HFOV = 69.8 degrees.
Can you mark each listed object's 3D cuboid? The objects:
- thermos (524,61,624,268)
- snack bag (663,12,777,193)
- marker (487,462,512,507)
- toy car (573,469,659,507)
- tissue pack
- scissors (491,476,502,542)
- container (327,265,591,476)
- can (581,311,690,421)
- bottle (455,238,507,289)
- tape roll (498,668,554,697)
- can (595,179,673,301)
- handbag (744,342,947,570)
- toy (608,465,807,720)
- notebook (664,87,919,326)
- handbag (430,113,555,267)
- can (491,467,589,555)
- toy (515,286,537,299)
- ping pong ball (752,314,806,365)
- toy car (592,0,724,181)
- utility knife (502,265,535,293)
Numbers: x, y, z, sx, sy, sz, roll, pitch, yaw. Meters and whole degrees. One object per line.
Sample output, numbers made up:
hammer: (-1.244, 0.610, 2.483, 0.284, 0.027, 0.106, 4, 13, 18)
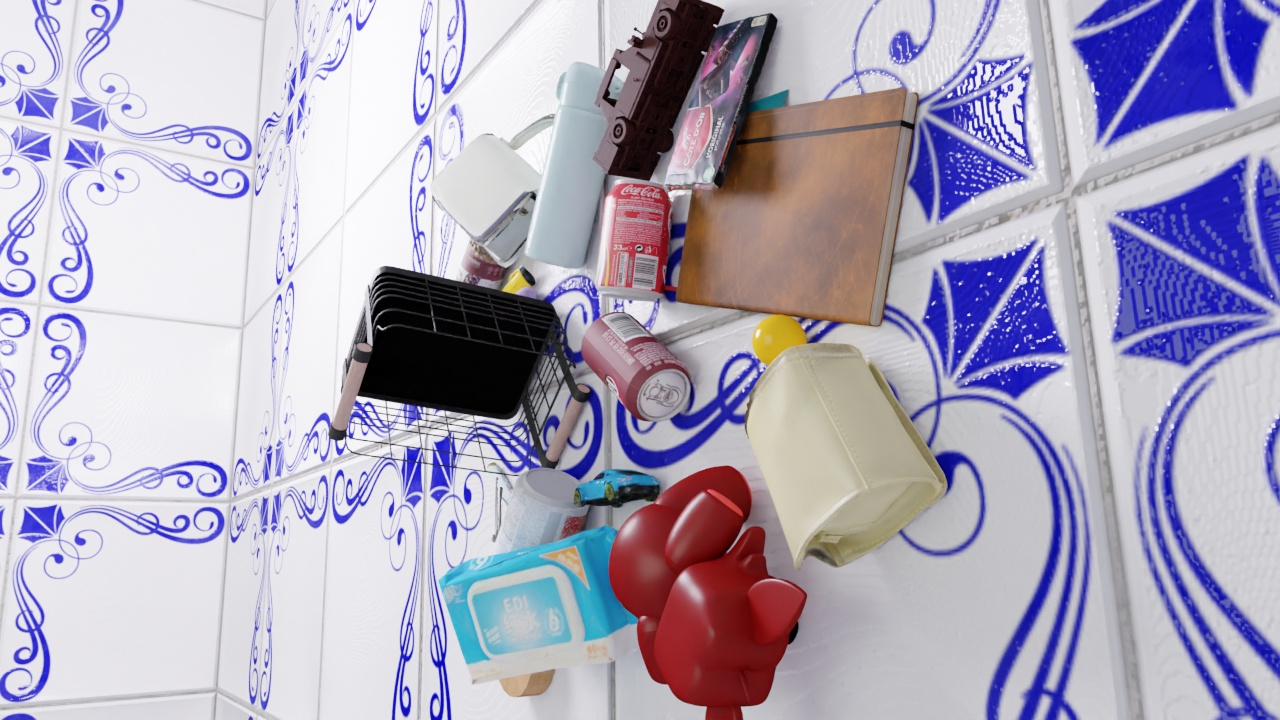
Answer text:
thermos: (-0.069, -0.203, 0.961, 0.078, 0.065, 0.207, 19, 103, 22)
snack bag: (0.067, -0.216, 0.774, 0.075, 0.018, 0.155, 14, 86, 56)
marker: (-0.149, 0.165, 1.063, 0.146, 0.017, 0.017, 49, 124, 50)
toy car: (-0.024, 0.118, 0.850, 0.106, 0.048, 0.032, -25, 64, 54)
tissue pack: (-0.090, 0.228, 0.852, 0.210, 0.066, 0.117, -20, 86, 28)
scissors: (-0.161, 0.217, 1.034, 0.142, 0.014, 0.171, 105, 162, -47)
container: (-0.194, 0.019, 0.967, 0.163, 0.241, 0.130, -64, 29, 27)
can: (-0.005, 0.005, 0.828, 0.114, 0.063, 0.063, 45, 121, 50)
bottle: (-0.194, -0.124, 1.148, 0.056, 0.056, 0.105, 57, 130, 45)
tape roll: (-0.125, 0.312, 0.988, 0.094, 0.027, 0.094, -16, 71, 55)
can: (-0.005, -0.110, 0.848, 0.064, 0.064, 0.105, 5, 89, 57)
handbag: (0.124, 0.062, 0.611, 0.111, 0.081, 0.119, -60, 40, 43)
toy: (0.053, 0.178, 0.659, 0.197, 0.120, 0.158, 47, 121, 61)
notebook: (0.107, -0.126, 0.725, 0.250, 0.014, 0.178, 13, 96, 57)
handbag: (-0.140, -0.209, 1.064, 0.176, 0.074, 0.151, -47, 51, 2)
can: (-0.106, 0.184, 0.936, 0.078, 0.078, 0.136, 45, 121, 51)
toy: (-0.153, -0.039, 1.070, 0.100, 0.036, 0.080, -61, 2, 25)
ping pong ball: (0.104, -0.014, 0.686, 0.040, 0.040, 0.040, -16, 71, 55)
toy car: (0.009, -0.256, 0.848, 0.062, 0.070, 0.170, 47, 123, 36)
utility knife: (-0.175, -0.066, 1.139, 0.030, 0.017, 0.176, 57, 136, 6)
